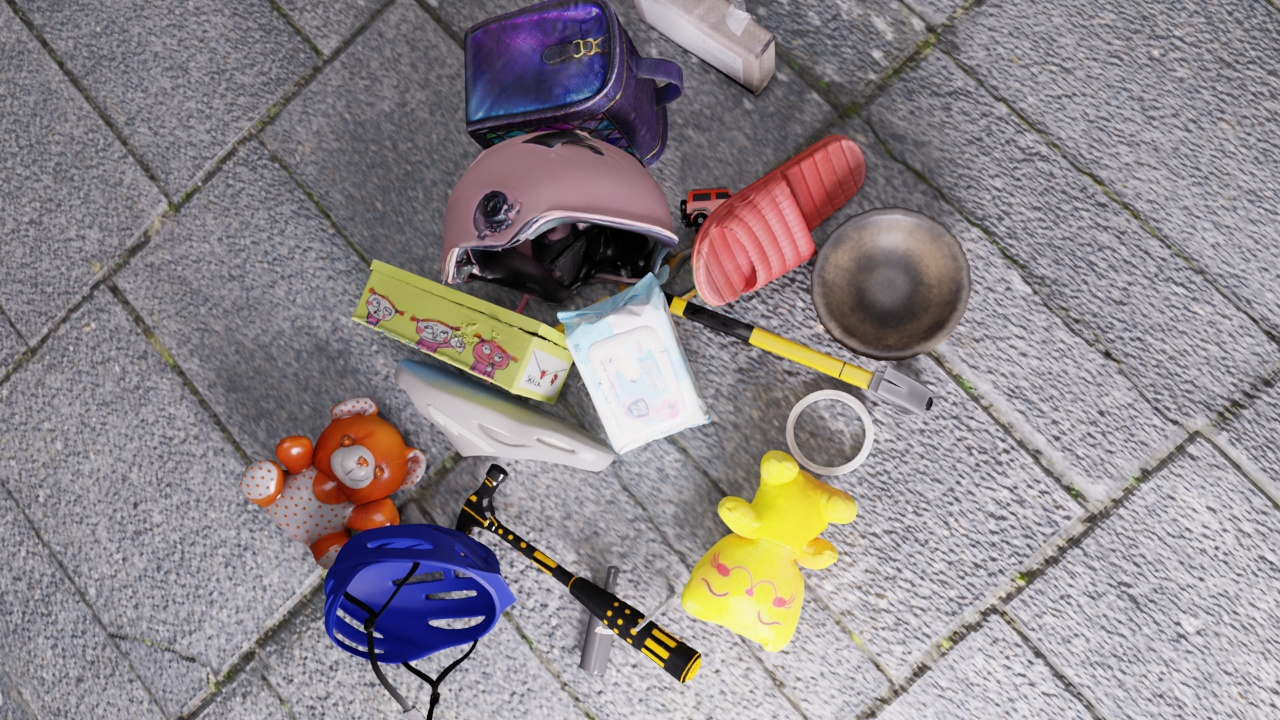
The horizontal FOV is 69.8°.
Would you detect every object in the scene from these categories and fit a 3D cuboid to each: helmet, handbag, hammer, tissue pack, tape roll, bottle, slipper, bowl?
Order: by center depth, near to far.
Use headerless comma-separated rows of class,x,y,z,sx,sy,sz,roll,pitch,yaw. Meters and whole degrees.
helmet,-0.247,0.272,0.942,0.242,0.227,0.148,-15,124,18
helmet,-0.083,-0.153,0.952,0.256,0.229,0.152,-13,75,46
hammer,0.146,-0.015,0.958,0.325,0.169,0.034,23,90,20
slipper,0.156,-0.151,0.972,0.248,0.059,0.103,-41,121,-12
tissue pack,-0.006,0.006,0.976,0.112,0.069,0.182,-19,118,7
bowl,0.262,-0.077,0.977,0.162,0.070,0.162,-1,82,9
hammer,-0.073,0.242,0.985,0.321,0.036,0.123,31,100,22
handbag,-0.063,-0.289,0.996,0.222,0.204,0.125,-5,82,15
tape roll,0.205,0.078,0.996,0.093,0.013,0.093,-1,82,10
bottle,-0.040,0.281,1.001,0.030,0.030,0.113,11,85,11
slipper,-0.161,0.081,1.018,0.266,0.112,0.081,22,98,6
tissue pack,0.076,-0.387,1.034,0.181,0.104,0.071,40,88,13

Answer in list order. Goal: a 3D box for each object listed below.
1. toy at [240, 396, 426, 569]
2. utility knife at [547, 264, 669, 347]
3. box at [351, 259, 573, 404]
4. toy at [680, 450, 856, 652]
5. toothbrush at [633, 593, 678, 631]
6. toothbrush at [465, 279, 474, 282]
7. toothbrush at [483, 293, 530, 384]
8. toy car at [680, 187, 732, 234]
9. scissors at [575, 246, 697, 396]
toy,-0.339,0.136,1.038,0.172,0.093,0.164,-44,100,-2
utility knife,-0.060,-0.048,1.047,0.219,0.019,0.030,-30,80,8
box,-0.191,-0.033,1.010,0.221,0.124,0.082,24,89,21
toy,0.129,0.193,0.958,0.134,0.087,0.194,26,91,-6
toothbrush,0.017,0.255,0.918,0.010,0.181,0.010,-12,84,12
toothbrush,-0.130,-0.125,1.078,0.184,0.015,0.015,-19,86,8
toothbrush,-0.153,-0.035,1.069,0.022,0.016,0.135,23,86,20
toy car,0.095,-0.167,1.027,0.100,0.051,0.048,-2,84,9
scissors,0.003,-0.052,1.045,0.134,0.016,0.228,23,87,12
